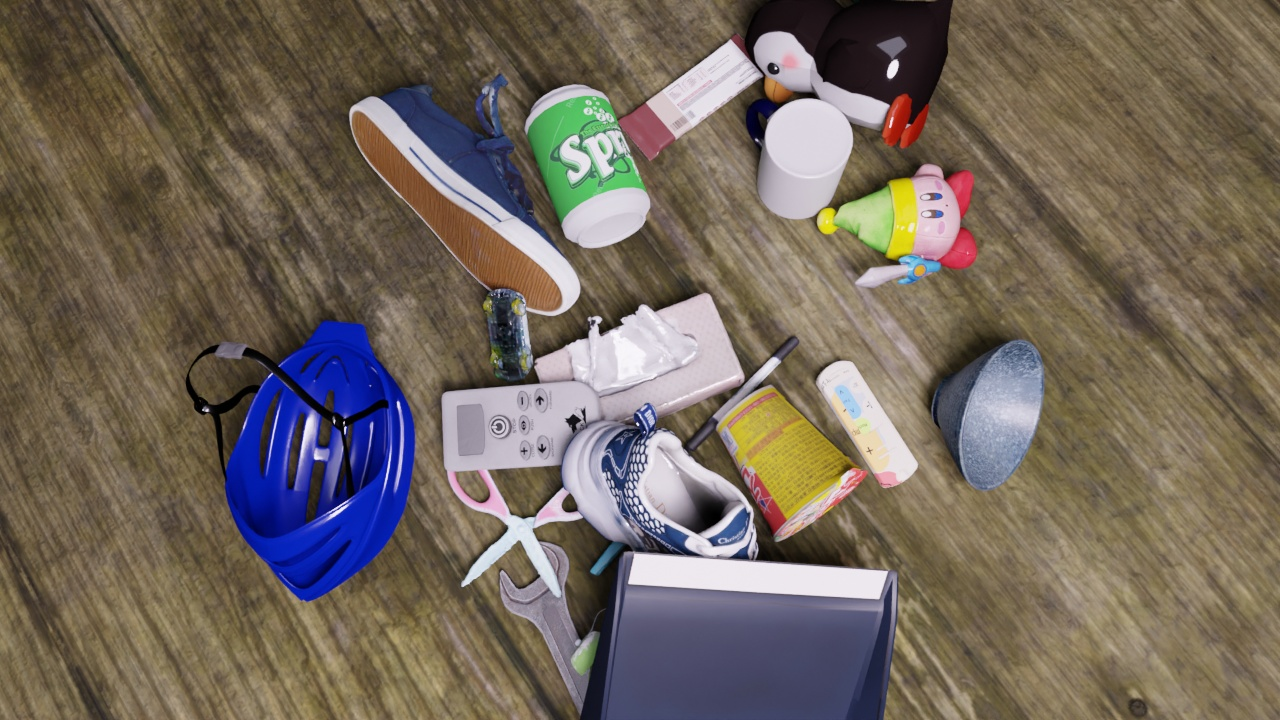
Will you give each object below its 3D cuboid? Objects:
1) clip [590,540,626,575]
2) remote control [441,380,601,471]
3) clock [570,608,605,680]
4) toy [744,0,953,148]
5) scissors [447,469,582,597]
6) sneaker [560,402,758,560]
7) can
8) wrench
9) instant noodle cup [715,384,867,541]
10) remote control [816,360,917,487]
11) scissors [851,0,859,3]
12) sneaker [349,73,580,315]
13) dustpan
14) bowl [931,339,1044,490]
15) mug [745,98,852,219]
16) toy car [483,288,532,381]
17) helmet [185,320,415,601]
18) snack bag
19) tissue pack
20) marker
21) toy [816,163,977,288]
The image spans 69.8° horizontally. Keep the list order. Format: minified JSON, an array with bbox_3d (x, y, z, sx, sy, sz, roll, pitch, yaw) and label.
[{"bbox_3d":[0.000,0.146,0.838,0.097,0.026,0.116,12,78,3],"label":"clip"},{"bbox_3d":[-0.109,0.060,0.829,0.151,0.019,0.074,-5,84,15],"label":"remote control"},{"bbox_3d":[-0.007,0.271,0.791,0.094,0.043,0.119,-15,76,-14],"label":"clock"},{"bbox_3d":[0.192,-0.301,0.874,0.184,0.158,0.140,27,112,22],"label":"toy"},{"bbox_3d":[-0.103,0.134,0.843,0.176,0.013,0.170,-31,70,-10],"label":"scissors"},{"bbox_3d":[0.054,0.153,0.751,0.103,0.133,0.269,-39,94,-33],"label":"sneaker"},{"bbox_3d":[-0.052,-0.186,0.884,0.088,0.088,0.139,-21,77,-2],"label":"can"},{"bbox_3d":[-0.049,0.291,0.813,0.070,0.010,0.273,-26,77,-3],"label":"wrench"},{"bbox_3d":[0.126,0.087,0.815,0.100,0.100,0.112,-36,69,-6],"label":"instant noodle cup"},{"bbox_3d":[0.209,0.058,0.851,0.038,0.018,0.125,-30,79,-4],"label":"remote control"},{"bbox_3d":[0.181,-0.369,0.913,0.205,0.202,0.015,12,100,-32],"label":"scissors"},{"bbox_3d":[-0.143,-0.171,0.890,0.127,0.121,0.294,-37,74,-29],"label":"sneaker"},{"bbox_3d":[0.077,0.295,0.722,0.236,0.080,0.273,7,111,-15],"label":"dustpan"},{"bbox_3d":[0.300,0.043,0.820,0.057,0.137,0.137,19,75,47],"label":"bowl"},{"bbox_3d":[0.142,-0.201,0.873,0.078,0.097,0.112,-41,78,-7],"label":"mug"},{"bbox_3d":[-0.123,-0.025,0.870,0.039,0.027,0.090,1,106,22],"label":"toy car"},{"bbox_3d":[-0.287,0.075,0.764,0.148,0.228,0.241,5,76,14],"label":"helmet"},{"bbox_3d":[0.055,-0.270,0.937,0.158,0.013,0.057,-38,80,-6],"label":"snack bag"},{"bbox_3d":[-0.005,0.005,0.851,0.181,0.071,0.104,-21,77,2],"label":"tissue pack"},{"bbox_3d":[0.096,0.032,0.866,0.152,0.011,0.011,-44,79,-8],"label":"marker"},{"bbox_3d":[0.245,-0.124,0.871,0.131,0.097,0.124,4,83,-15],"label":"toy"}]
